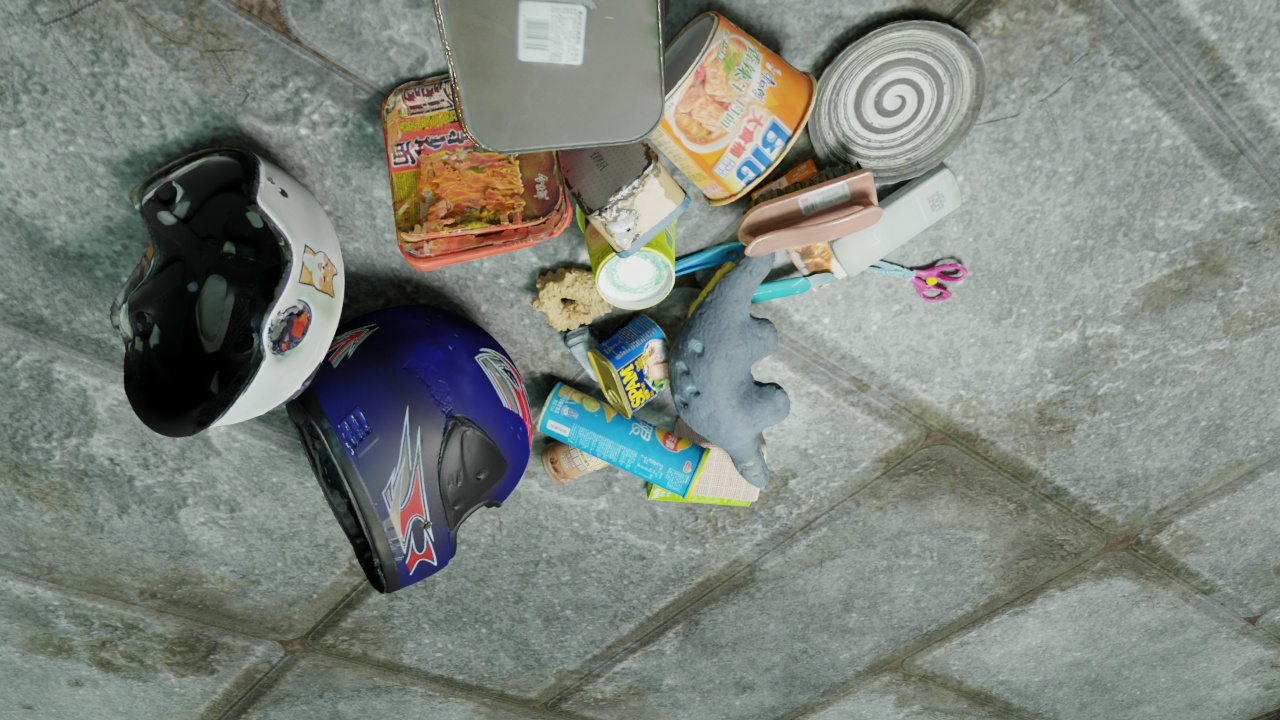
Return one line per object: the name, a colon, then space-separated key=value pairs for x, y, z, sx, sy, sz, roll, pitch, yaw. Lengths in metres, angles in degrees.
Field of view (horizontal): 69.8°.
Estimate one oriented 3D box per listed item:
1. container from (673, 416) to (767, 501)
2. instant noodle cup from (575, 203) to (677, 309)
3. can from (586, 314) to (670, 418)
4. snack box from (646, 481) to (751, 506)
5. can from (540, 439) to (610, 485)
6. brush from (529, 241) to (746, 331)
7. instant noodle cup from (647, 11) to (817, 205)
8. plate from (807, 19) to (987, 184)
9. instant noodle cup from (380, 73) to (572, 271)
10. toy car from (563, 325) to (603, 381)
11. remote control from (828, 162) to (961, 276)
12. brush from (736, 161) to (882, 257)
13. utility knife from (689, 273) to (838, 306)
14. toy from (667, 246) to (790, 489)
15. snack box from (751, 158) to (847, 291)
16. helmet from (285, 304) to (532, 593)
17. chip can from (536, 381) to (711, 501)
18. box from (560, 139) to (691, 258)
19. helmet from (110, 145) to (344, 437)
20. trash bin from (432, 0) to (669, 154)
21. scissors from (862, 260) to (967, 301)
container: x=0.101 y=0.129 z=1.225 sx=0.111 sy=0.089 sz=0.090 roll=4 pitch=117 yaw=-7
instant noodle cup: x=-0.009 y=-0.120 z=0.948 sx=0.111 sy=0.123 sz=0.112 roll=-3 pitch=134 yaw=-3
can: x=-0.007 y=0.006 z=1.101 sx=0.083 sy=0.057 sz=0.102 roll=-36 pitch=137 yaw=-15
snack box: x=0.093 y=0.171 z=1.318 sx=0.156 sy=0.026 sz=0.086 roll=5 pitch=134 yaw=-12
can: x=-0.071 y=0.120 z=1.226 sx=0.116 sy=0.058 sz=0.058 roll=-25 pitch=132 yaw=17
brush: x=-0.001 y=-0.092 z=1.043 sx=0.255 sy=0.045 sz=0.083 roll=-16 pitch=130 yaw=4
instant noodle cup: x=0.069 y=-0.234 z=0.838 sx=0.111 sy=0.151 sz=0.152 roll=34 pitch=123 yaw=-24
plate: x=0.253 y=-0.256 z=0.916 sx=0.179 sy=0.024 sz=0.180 roll=-3 pitch=133 yaw=-4
instant noodle cup: x=-0.150 y=-0.178 z=0.865 sx=0.164 sy=0.188 sz=0.079 roll=-11 pitch=166 yaw=6
toy car: x=-0.059 y=-0.005 z=1.121 sx=0.043 sy=0.034 sz=0.090 roll=-25 pitch=134 yaw=12
remote control: x=0.277 y=-0.153 z=1.000 sx=0.150 sy=0.021 sz=0.058 roll=-34 pitch=129 yaw=6
brush: x=0.170 y=-0.148 z=0.941 sx=0.146 sy=0.073 sz=0.063 roll=-16 pitch=134 yaw=9
utility knife: x=0.139 y=-0.078 z=1.068 sx=0.182 sy=0.013 sz=0.029 roll=-10 pitch=135 yaw=19
toy: x=0.102 y=0.018 z=1.080 sx=0.138 sy=0.091 sz=0.357 roll=-10 pitch=121 yaw=-4
snack box: x=0.191 y=-0.146 z=1.015 sx=0.075 sy=0.026 sz=0.154 roll=-28 pitch=131 yaw=19
helmet: x=-0.241 y=0.088 z=1.039 sx=0.239 sy=0.247 sz=0.316 roll=-26 pitch=128 yaw=-25
chip can: x=-0.021 y=0.100 z=1.146 sx=0.210 sy=0.071 sz=0.071 roll=24 pitch=132 yaw=6
box: x=-0.024 y=-0.172 z=0.867 sx=0.090 sy=0.184 sz=0.061 roll=-37 pitch=123 yaw=8
helmet: x=-0.383 y=-0.062 z=0.898 sx=0.230 sy=0.274 sz=0.156 roll=1 pitch=177 yaw=29
trash bin: x=-0.067 y=-0.288 z=0.711 sx=0.199 sy=0.219 sz=0.199 roll=-5 pitch=134 yaw=0
scissors: x=0.314 y=-0.096 z=1.090 sx=0.137 sy=0.017 sz=0.074 roll=6 pitch=143 yaw=-6
